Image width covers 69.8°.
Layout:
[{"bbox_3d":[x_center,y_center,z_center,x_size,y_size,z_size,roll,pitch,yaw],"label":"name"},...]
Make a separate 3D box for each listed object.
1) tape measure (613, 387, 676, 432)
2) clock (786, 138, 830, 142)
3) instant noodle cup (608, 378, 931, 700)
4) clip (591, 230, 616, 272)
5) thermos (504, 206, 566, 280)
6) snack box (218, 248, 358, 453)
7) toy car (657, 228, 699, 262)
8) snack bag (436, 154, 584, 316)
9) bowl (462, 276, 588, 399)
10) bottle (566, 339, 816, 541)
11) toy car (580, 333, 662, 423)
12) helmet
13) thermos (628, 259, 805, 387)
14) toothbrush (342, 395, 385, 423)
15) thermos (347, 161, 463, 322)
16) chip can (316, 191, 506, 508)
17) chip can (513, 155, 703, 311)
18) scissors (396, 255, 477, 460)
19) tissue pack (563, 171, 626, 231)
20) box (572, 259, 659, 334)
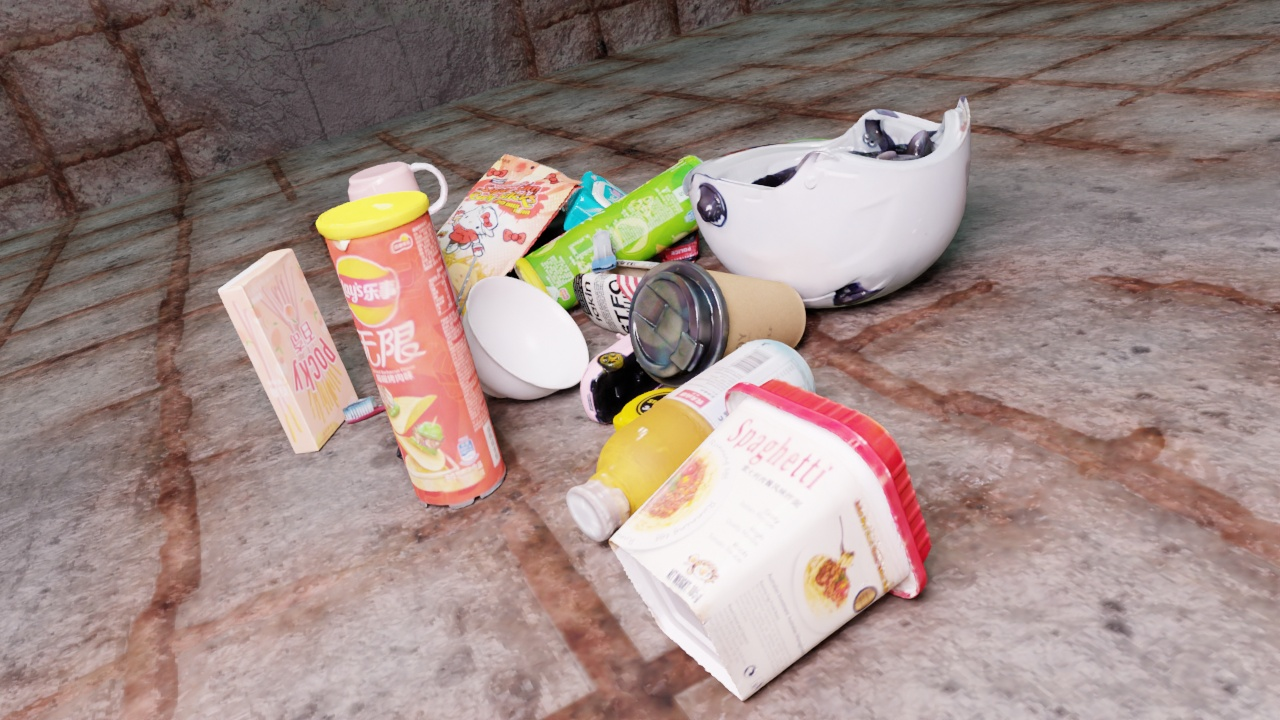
[{"bbox_3d":[0.016,0.045,0.663,0.060,0.029,0.057,11,36,43],"label":"tape measure"},{"bbox_3d":[0.219,-0.208,1.033,0.161,0.056,0.115,7,31,12],"label":"clock"},{"bbox_3d":[0.062,0.090,0.462,0.124,0.117,0.116,-37,32,-18],"label":"instant noodle cup"},{"bbox_3d":[-0.034,-0.097,0.854,0.024,0.027,0.056,-15,34,7],"label":"clip"},{"bbox_3d":[-0.194,-0.118,1.043,0.242,0.090,0.068,-22,6,-16],"label":"thermos"},{"bbox_3d":[-0.296,-0.008,0.783,0.026,0.157,0.084,-9,26,14],"label":"snack box"},{"bbox_3d":[0.039,-0.141,1.017,0.053,0.045,0.120,-10,31,6],"label":"toy car"},{"bbox_3d":[-0.164,-0.132,0.976,0.129,0.073,0.207,21,68,34],"label":"snack bag"},{"bbox_3d":[-0.110,-0.006,0.777,0.065,0.118,0.118,-46,7,32],"label":"bowl"},{"bbox_3d":[0.035,0.051,0.593,0.189,0.068,0.068,-31,30,-32],"label":"bottle"},{"bbox_3d":[-0.004,0.004,0.728,0.037,0.056,0.122,16,37,36],"label":"toy car"},{"bbox_3d":[0.164,-0.125,0.803,0.228,0.146,0.259,-27,19,-33],"label":"helmet"},{"bbox_3d":[0.060,-0.029,0.697,0.143,0.093,0.093,-5,12,-45],"label":"thermos"},{"bbox_3d":[-0.178,0.017,0.834,0.187,0.017,0.016,-21,27,-12],"label":"toothbrush"},{"bbox_3d":[-0.199,-0.081,0.837,0.087,0.199,0.067,-21,25,-19],"label":"thermos"},{"bbox_3d":[-0.151,-0.004,0.631,0.073,0.217,0.073,-10,26,5],"label":"chip can"},{"bbox_3d":[-0.018,-0.126,0.929,0.221,0.072,0.072,-32,28,-7],"label":"chip can"},{"bbox_3d":[-0.165,-0.002,0.750,0.014,0.180,0.160,22,-14,-17],"label":"scissors"},{"bbox_3d":[-0.037,-0.160,1.037,0.050,0.093,0.133,-52,16,21],"label":"tissue pack"},{"bbox_3d":[0.011,-0.057,0.840,0.164,0.076,0.073,8,37,43],"label":"box"}]
